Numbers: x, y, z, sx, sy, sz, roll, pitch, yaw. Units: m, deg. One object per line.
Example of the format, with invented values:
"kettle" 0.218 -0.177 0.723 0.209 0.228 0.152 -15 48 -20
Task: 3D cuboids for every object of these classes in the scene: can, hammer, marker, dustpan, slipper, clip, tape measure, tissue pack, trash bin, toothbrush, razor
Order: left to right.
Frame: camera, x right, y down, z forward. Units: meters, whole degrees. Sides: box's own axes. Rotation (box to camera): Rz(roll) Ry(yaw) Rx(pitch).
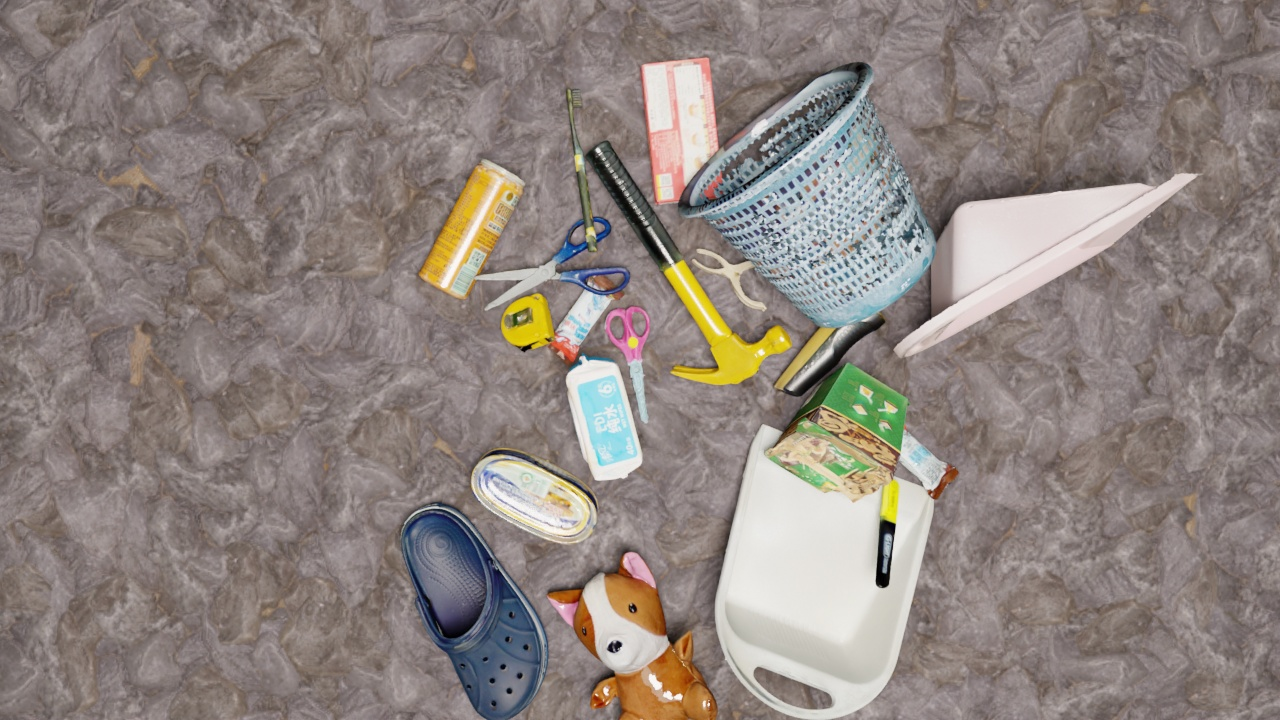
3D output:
"can" -0.182 -0.141 0.996 0.058 0.058 0.146 28 91 -3
"slipper" -0.181 0.273 0.998 0.105 0.095 0.253 -26 90 2
"tape measure" -0.125 -0.041 1.005 0.057 0.029 0.060 -19 66 15
"can" -0.116 0.150 1.015 0.148 0.049 0.074 27 92 -3
"toothbrush" -0.062 -0.210 1.008 0.017 0.012 0.185 -7 84 -13
"tissue pack" -0.042 0.060 0.993 0.063 0.090 0.140 -15 93 -2
"hammer" 0.034 -0.105 0.999 0.129 0.032 0.300 -32 92 18
"clip" 0.107 -0.084 1.020 0.102 0.035 0.094 0 91 3
"dustpan" 0.193 0.234 0.985 0.222 0.142 0.258 21 93 -3
"trash bin" 0.182 -0.149 0.923 0.226 0.226 0.195 -41 109 0
"razor" 0.212 -0.026 1.022 0.167 0.062 0.067 -49 63 6
"marker" 0.271 0.189 1.008 0.018 0.015 0.124 15 66 -3
"dustpan" 0.398 -0.079 0.945 0.274 0.222 0.138 -3 80 11

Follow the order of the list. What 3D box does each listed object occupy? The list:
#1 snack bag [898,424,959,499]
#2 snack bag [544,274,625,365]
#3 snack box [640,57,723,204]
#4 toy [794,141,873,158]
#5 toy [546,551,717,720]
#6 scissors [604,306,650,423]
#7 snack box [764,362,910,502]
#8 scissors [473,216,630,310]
"snack bag" 0.312 0.110 1.038 0.105 0.026 0.045 42 82 -4
"snack bag" -0.065 -0.049 1.019 0.048 0.026 0.104 39 91 -7
"snack box" 0.046 -0.252 1.014 0.075 0.025 0.153 -7 93 -3
"toy" 0.207 -0.218 1.019 0.100 0.031 0.097 4 96 2
"toy" -0.009 0.316 0.996 0.140 0.130 0.199 -27 83 5
"scissors" -0.006 0.006 1.029 0.054 0.017 0.133 -12 97 -17
"snack box" 0.218 0.072 0.990 0.117 0.118 0.105 31 62 -4
"scissors" -0.093 -0.105 1.002 0.166 0.012 0.155 16 73 -5
